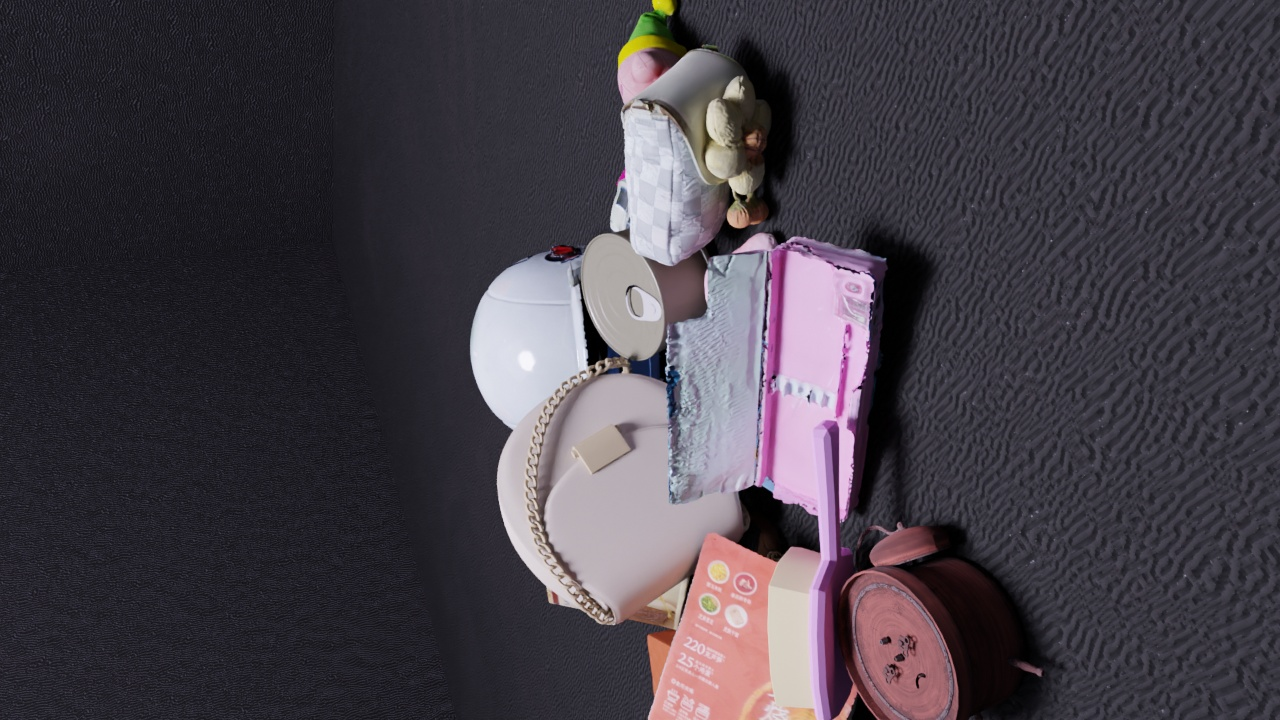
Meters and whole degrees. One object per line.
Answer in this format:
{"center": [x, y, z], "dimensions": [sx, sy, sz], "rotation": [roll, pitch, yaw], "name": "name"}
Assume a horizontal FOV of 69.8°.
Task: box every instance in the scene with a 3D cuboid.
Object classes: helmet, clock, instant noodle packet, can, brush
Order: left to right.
{"center": [-0.116, -0.013, 1.059], "dimensions": [0.263, 0.164, 0.237], "rotation": [-93, -2, -74], "name": "helmet"}
{"center": [0.008, -0.071, 0.905], "dimensions": [0.128, 0.073, 0.128], "rotation": [31, 132, 41], "name": "can"}
{"center": [0.101, 0.275, 0.789], "dimensions": [0.164, 0.083, 0.221], "rotation": [20, 110, 26], "name": "instant noodle packet"}
{"center": [0.129, 0.155, 0.687], "dimensions": [0.043, 0.089, 0.229], "rotation": [2, 104, 29], "name": "brush"}
{"center": [0.194, 0.184, 0.640], "dimensions": [0.157, 0.072, 0.121], "rotation": [55, 145, 43], "name": "clock"}

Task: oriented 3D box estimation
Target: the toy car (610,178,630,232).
{"center": [-0.012, -0.141, 0.976], "dimensions": [0.048, 0.033, 0.105], "rotation": [38, 132, 52], "name": "toy car"}

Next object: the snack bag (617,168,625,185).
{"center": [0.017, -0.130, 0.976], "dimensions": [0.070, 0.016, 0.196], "rotation": [-53, 51, 53], "name": "snack bag"}

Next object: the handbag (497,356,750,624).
{"center": [-0.023, 0.123, 0.862], "dimensions": [0.208, 0.210, 0.103], "rotation": [52, 160, 21], "name": "handbag"}

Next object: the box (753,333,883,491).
{"center": [0.120, 0.023, 0.771], "dimensions": [0.120, 0.049, 0.210], "rotation": [63, 150, 32], "name": "box"}

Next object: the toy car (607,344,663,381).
{"center": [-0.006, 0.006, 1.003], "dimensions": [0.056, 0.054, 0.153], "rotation": [-3, 84, 25], "name": "toy car"}

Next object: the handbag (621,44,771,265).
{"center": [0.051, -0.162, 0.784], "dimensions": [0.123, 0.112, 0.172], "rotation": [24, 140, 22], "name": "handbag"}

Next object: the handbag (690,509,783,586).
{"center": [0.095, 0.216, 0.902], "dimensions": [0.167, 0.063, 0.138], "rotation": [143, 132, -68], "name": "handbag"}

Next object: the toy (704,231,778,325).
{"center": [0.089, -0.058, 0.804], "dimensions": [0.103, 0.050, 0.093], "rotation": [142, 128, -59], "name": "toy"}

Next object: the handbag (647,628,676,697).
{"center": [0.076, 0.360, 0.973], "dimensions": [0.172, 0.060, 0.109], "rotation": [-1, 92, 63], "name": "handbag"}

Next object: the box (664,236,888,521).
{"center": [0.098, 0.018, 0.697], "dimensions": [0.066, 0.159, 0.231], "rotation": [-75, -14, -55], "name": "box"}

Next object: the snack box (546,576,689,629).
{"center": [-0.023, 0.216, 0.975], "dimensions": [0.208, 0.153, 0.055], "rotation": [93, -171, -56], "name": "snack box"}

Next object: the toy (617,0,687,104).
{"center": [0.022, -0.275, 0.871], "dimensions": [0.131, 0.097, 0.124], "rotation": [59, -172, 25], "name": "toy"}
